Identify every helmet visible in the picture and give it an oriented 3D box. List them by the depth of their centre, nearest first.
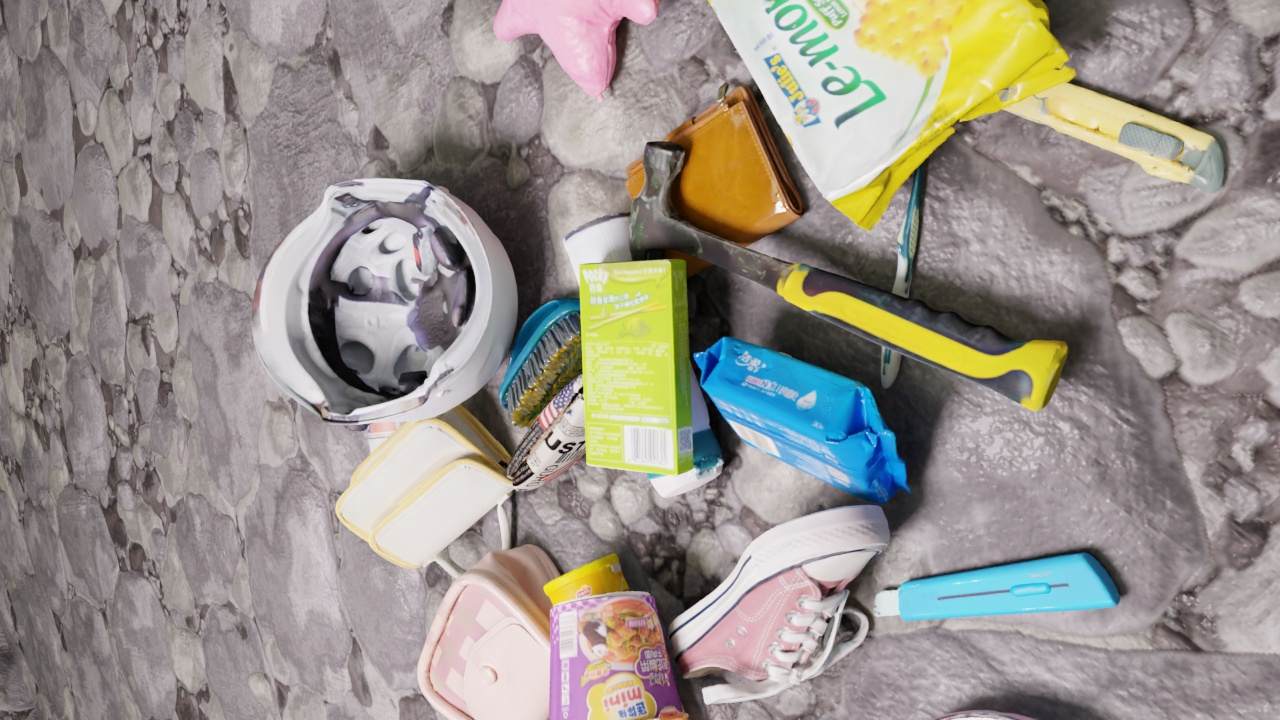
[{"bbox_3d":[-0.221,-0.048,0.865,0.259,0.145,0.229,-11,79,26],"label":"helmet"}]

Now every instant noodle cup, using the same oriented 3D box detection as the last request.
[{"bbox_3d":[-0.024,0.236,0.717,0.112,0.111,0.099,-29,59,41],"label":"instant noodle cup"}]

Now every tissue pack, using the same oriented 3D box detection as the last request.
[{"bbox_3d":[0.113,0.038,0.627,0.157,0.095,0.052,24,72,38],"label":"tissue pack"}]

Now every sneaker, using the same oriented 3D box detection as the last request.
[{"bbox_3d":[0.101,0.187,0.655,0.242,0.118,0.087,-52,45,41],"label":"sneaker"}]

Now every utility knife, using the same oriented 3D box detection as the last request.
[{"bbox_3d":[0.256,-0.135,0.521,0.152,0.018,0.031,37,115,37],"label":"utility knife"},{"bbox_3d":[0.221,0.152,0.598,0.166,0.018,0.034,-23,82,43],"label":"utility knife"}]

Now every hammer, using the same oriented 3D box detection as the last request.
[{"bbox_3d":[0.118,-0.045,0.618,0.323,0.031,0.126,27,121,33],"label":"hammer"}]

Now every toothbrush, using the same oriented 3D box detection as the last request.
[{"bbox_3d":[0.172,-0.074,0.604,0.018,0.016,0.192,20,111,49],"label":"toothbrush"}]

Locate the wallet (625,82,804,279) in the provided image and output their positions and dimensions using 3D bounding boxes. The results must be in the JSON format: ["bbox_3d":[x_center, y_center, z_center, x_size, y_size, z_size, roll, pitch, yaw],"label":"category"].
[{"bbox_3d":[0.047,-0.135,0.693,0.131,0.035,0.119,-25,82,42],"label":"wallet"}]

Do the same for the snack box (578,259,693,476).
[{"bbox_3d":[-0.004,0.004,0.683,0.086,0.026,0.156,1,97,35],"label":"snack box"}]

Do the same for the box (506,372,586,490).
[{"bbox_3d":[-0.062,0.066,0.811,0.064,0.074,0.165,37,129,-1],"label":"box"}]

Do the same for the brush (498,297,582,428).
[{"bbox_3d":[-0.085,-0.005,0.824,0.144,0.055,0.073,-52,52,36],"label":"brush"}]

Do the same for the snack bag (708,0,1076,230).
[{"bbox_3d":[0.138,-0.224,0.567,0.158,0.068,0.246,-39,68,37],"label":"snack bag"}]

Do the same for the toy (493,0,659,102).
[{"bbox_3d":[-0.058,-0.297,0.738,0.195,0.074,0.178,5,111,45],"label":"toy"}]

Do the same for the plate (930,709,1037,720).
[{"bbox_3d":[0.249,0.313,0.586,0.193,0.039,0.192,9,103,41],"label":"plate"}]

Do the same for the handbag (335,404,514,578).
[{"bbox_3d":[-0.192,0.148,0.912,0.164,0.063,0.179,-41,103,19],"label":"handbag"}]

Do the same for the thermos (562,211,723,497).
[{"bbox_3d":[0.003,-0.002,0.736,0.073,0.073,0.224,-26,80,42],"label":"thermos"}]

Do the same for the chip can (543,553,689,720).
[{"bbox_3d":[-0.010,0.278,0.794,0.072,0.071,0.213,-36,74,40],"label":"chip can"}]

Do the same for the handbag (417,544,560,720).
[{"bbox_3d":[-0.103,0.314,0.873,0.234,0.093,0.194,45,125,26],"label":"handbag"}]

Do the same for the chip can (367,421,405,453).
[{"bbox_3d":[-0.261,0.044,0.979,0.071,0.071,0.214,-5,94,43],"label":"chip can"}]
